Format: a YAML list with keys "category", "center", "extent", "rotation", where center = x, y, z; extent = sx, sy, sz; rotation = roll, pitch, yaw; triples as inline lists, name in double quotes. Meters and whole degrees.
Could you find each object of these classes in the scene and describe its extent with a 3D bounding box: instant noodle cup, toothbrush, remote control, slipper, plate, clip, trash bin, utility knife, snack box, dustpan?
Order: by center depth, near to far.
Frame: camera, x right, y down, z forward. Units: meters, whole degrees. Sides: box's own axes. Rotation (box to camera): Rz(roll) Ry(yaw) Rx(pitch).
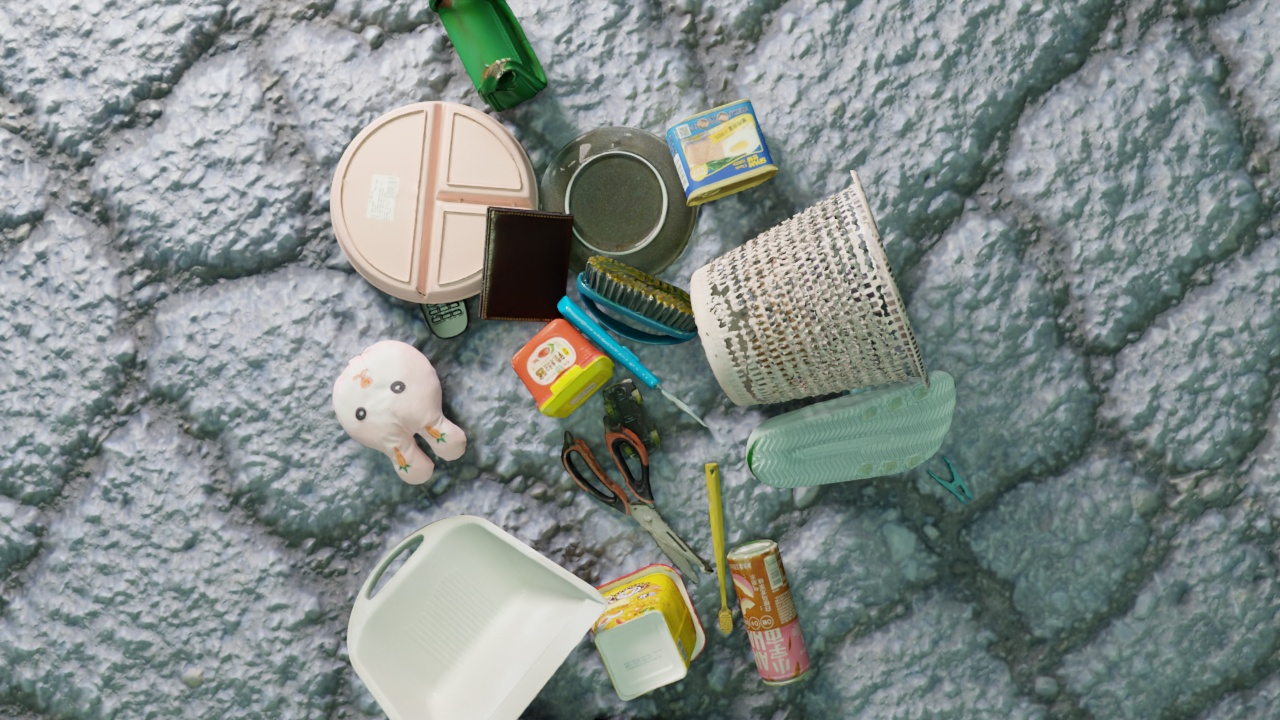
- category: "trash bin"
  center: [0.163, -0.051, 0.925]
  extent: [0.192, 0.227, 0.227]
  rotation: [-19, 90, 16]
- category: "dustpan"
  center: [-0.194, 0.265, 0.937]
  extent: [0.142, 0.258, 0.222]
  rotation: [46, 72, -14]
- category: "instant noodle cup"
  center: [0.003, 0.293, 0.974]
  extent: [0.116, 0.123, 0.116]
  rotation: [-23, 91, 3]
- category: "slipper"
  center: [0.223, 0.072, 0.977]
  extent: [0.245, 0.074, 0.104]
  rotation: [-13, 114, -12]
- category: "snack box"
  center: [-0.086, 0.008, 0.998]
  extent: [0.091, 0.082, 0.080]
  rotation: [-42, 76, 2]
- category: "plate"
  center: [-0.227, -0.177, 1.005]
  extent: [0.229, 0.028, 0.229]
  rotation: [0, 85, -1]
- category: "clip"
  center: [0.343, 0.133, 1.006]
  extent: [0.038, 0.013, 0.055]
  rotation: [-43, 90, 4]
- category: "utility knife"
  center: [-0.006, 0.006, 1.007]
  extent: [0.216, 0.034, 0.018]
  rotation: [41, 97, -7]
- category: "plate"
  center: [-0.026, -0.172, 1.013]
  extent: [0.179, 0.024, 0.179]
  rotation: [0, 91, 4]
- category: "toothbrush"
  center: [0.088, 0.209, 1.020]
  extent: [0.016, 0.016, 0.190]
  rotation: [-5, 91, 3]
- category: "remote control"
  center: [-0.228, -0.089, 1.026]
  extent: [0.053, 0.024, 0.136]
  rotation: [-18, 88, 2]

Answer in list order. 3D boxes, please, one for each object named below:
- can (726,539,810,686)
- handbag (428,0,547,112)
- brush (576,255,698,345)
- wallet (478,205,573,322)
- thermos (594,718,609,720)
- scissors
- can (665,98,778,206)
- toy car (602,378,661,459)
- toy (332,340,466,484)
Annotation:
- category: "can"
  center: [0.140, 0.273, 0.999]
  extent: [0.058, 0.058, 0.147]
  rotation: [-15, 91, 3]
- category: "handbag"
  center: [-0.160, -0.334, 0.969]
  extent: [0.068, 0.120, 0.131]
  rotation: [-27, 92, 9]
- category: "brush"
  center: [-0.004, -0.057, 0.999]
  extent: [0.144, 0.055, 0.074]
  rotation: [25, 120, -5]
- category: "wallet"
  center: [-0.124, -0.102, 0.994]
  extent: [0.096, 0.020, 0.122]
  rotation: [1, 105, -21]
- category: "thermos"
  center: [0.066, 0.428, 0.997]
  extent: [0.242, 0.068, 0.090]
  rotation: [3, 127, 3]
- category: "scissors"
  center: [0.005, 0.153, 1.009]
  extent: [0.203, 0.015, 0.204]
  rotation: [13, 115, 15]
- category: "can"
  center: [0.086, -0.223, 0.986]
  extent: [0.102, 0.057, 0.083]
  rotation: [-19, 88, -4]
- category: "toy car"
  center: [-0.009, 0.065, 1.013]
  extent: [0.042, 0.035, 0.090]
  rotation: [-22, 101, 6]
- category: "toy"
  center: [-0.266, 0.058, 1.021]
  extent: [0.121, 0.054, 0.159]
  rotation: [-37, 97, 4]
